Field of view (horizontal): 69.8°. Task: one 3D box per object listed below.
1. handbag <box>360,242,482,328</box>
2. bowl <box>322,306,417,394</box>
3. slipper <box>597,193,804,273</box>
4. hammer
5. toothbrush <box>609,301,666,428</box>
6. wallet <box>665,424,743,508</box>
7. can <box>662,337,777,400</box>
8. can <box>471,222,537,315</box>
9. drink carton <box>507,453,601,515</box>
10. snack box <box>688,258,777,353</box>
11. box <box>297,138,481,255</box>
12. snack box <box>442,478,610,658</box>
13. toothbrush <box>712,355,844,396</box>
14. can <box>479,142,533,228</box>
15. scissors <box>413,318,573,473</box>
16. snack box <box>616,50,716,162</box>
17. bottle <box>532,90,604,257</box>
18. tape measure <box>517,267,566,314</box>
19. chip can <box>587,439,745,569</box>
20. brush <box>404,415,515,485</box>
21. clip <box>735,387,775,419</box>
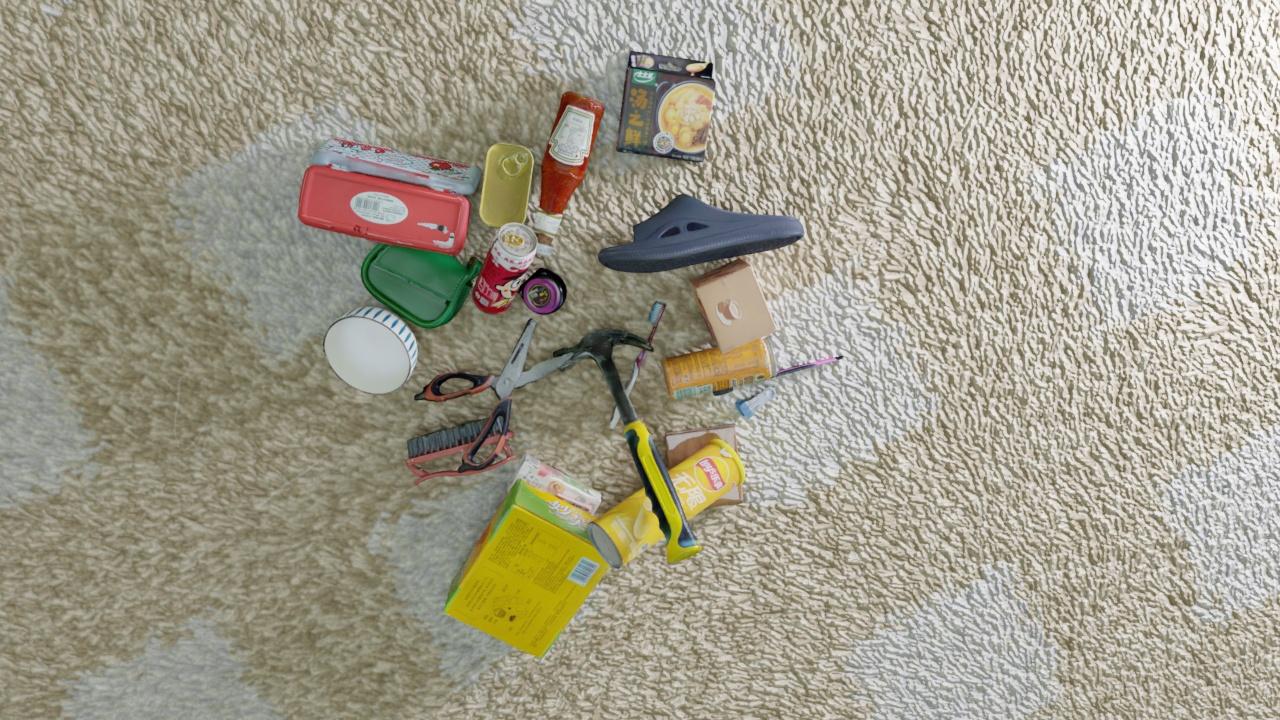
[{"bbox_3d":[-0.282,-0.110,1.180,0.131,0.068,0.120,36,88,-8],"label":"handbag"},{"bbox_3d":[-0.339,-0.021,1.182,0.116,0.066,0.117,6,122,9],"label":"bowl"},{"bbox_3d":[0.074,-0.168,1.175,0.268,0.111,0.083,-9,86,-6],"label":"slipper"},{"bbox_3d":[0.000,0.099,1.164,0.126,0.032,0.323,-24,66,0],"label":"hammer"},{"bbox_3d":[-0.007,0.007,1.242,0.017,0.016,0.188,23,99,0],"label":"toothbrush"},{"bbox_3d":[0.088,0.151,1.276,0.101,0.020,0.115,-8,99,-3],"label":"wallet"},{"bbox_3d":[0.105,0.010,1.227,0.146,0.058,0.058,-12,102,-1],"label":"can"},{"bbox_3d":[-0.170,-0.113,1.145,0.053,0.133,0.053,12,57,-18],"label":"can"},{"bbox_3d":[-0.117,0.181,1.255,0.122,0.045,0.053,29,98,-9],"label":"drink carton"},{"bbox_3d":[0.118,-0.072,1.193,0.077,0.094,0.093,-23,102,2],"label":"snack box"},{"bbox_3d":[-0.305,-0.211,1.125,0.201,0.074,0.154,11,63,-7],"label":"box"},{"bbox_3d":[-0.149,0.283,1.237,0.157,0.070,0.210,29,112,-11],"label":"snack box"},{"bbox_3d":[0.188,0.020,1.258,0.189,0.014,0.018,-13,112,-1],"label":"toothbrush"},{"bbox_3d":[-0.166,-0.218,1.151,0.057,0.083,0.102,8,101,-6],"label":"can"},{"bbox_3d":[-0.189,0.045,1.200,0.225,0.015,0.188,-14,70,5],"label":"scissors"},{"bbox_3d":[0.032,-0.321,1.163,0.113,0.053,0.126,6,106,-5],"label":"snack box"},{"bbox_3d":[-0.101,-0.233,1.165,0.060,0.059,0.206,17,100,-7],"label":"bottle"},{"bbox_3d":[-0.126,-0.089,1.203,0.057,0.039,0.058,-42,95,15],"label":"tape measure"},{"bbox_3d":[0.036,0.184,1.191,0.213,0.072,0.072,-31,103,-25],"label":"chip can"},{"bbox_3d":[-0.243,0.122,1.227,0.146,0.063,0.069,-15,88,1],"label":"brush"},{"bbox_3d":[0.161,0.056,1.260,0.058,0.043,0.027,-31,99,-5],"label":"clip"}]
